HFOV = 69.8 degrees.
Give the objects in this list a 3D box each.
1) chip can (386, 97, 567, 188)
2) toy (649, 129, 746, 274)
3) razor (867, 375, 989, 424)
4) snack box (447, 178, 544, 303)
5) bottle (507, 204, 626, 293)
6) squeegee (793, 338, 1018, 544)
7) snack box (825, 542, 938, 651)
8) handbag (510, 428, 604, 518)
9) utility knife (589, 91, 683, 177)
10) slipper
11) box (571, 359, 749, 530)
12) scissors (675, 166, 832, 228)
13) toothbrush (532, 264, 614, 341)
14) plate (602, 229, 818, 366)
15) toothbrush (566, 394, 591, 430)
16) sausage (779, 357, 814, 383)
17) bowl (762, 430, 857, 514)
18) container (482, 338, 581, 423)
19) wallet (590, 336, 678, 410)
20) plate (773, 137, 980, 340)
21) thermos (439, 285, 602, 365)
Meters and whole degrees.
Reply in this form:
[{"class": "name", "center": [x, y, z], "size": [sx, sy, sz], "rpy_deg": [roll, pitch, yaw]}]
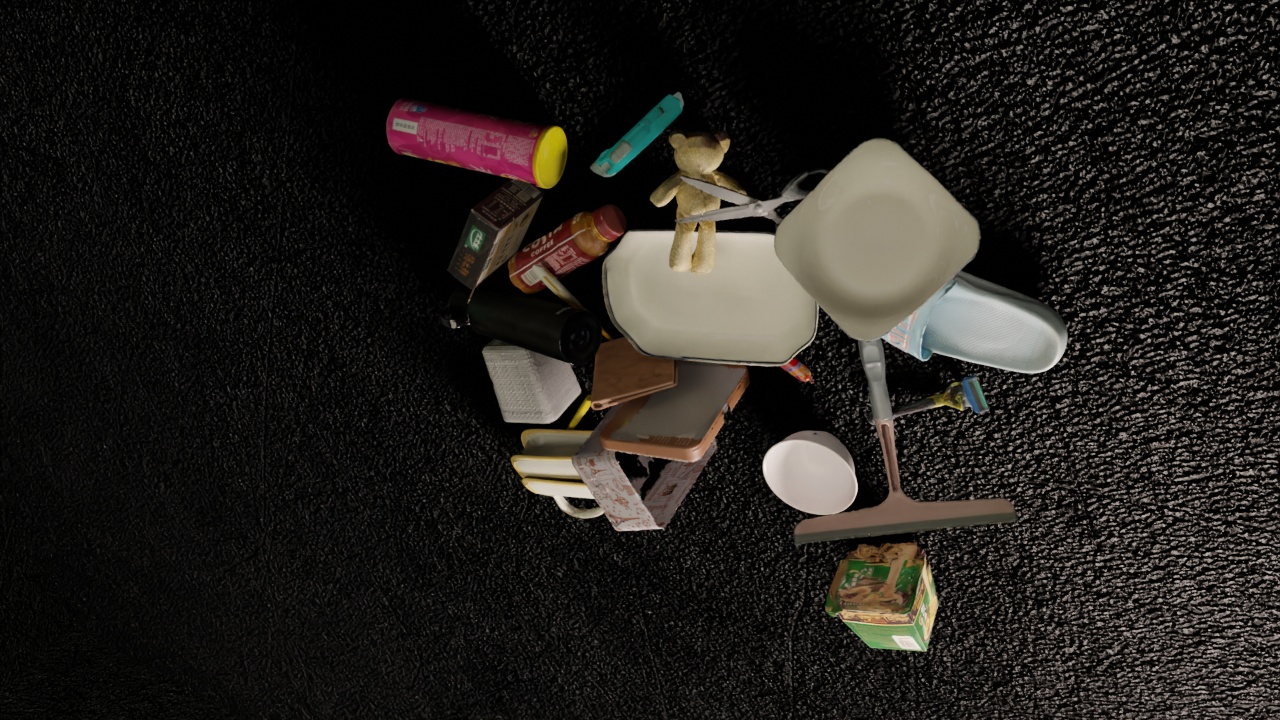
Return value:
[{"class": "chip can", "center": [-0.193, -0.258, 1.079], "size": [0.211, 0.071, 0.071], "rpy_deg": [16, 131, 21]}, {"class": "toy", "center": [0.060, -0.168, 0.985], "size": [0.105, 0.066, 0.157], "rpy_deg": [0, 110, -8]}, {"class": "razor", "center": [0.323, 0.051, 1.043], "size": [0.143, 0.022, 0.042], "rpy_deg": [-20, 96, 40]}, {"class": "snack box", "center": [-0.179, -0.149, 1.116], "size": [0.053, 0.125, 0.114], "rpy_deg": [38, 135, 3]}, {"class": "bottle", "center": [-0.089, -0.137, 1.120], "size": [0.175, 0.057, 0.057], "rpy_deg": [-24, 110, 41]}, {"class": "squeegee", "center": [0.278, 0.073, 1.043], "size": [0.248, 0.040, 0.249], "rpy_deg": [-9, 97, 19]}, {"class": "snack box", "center": [0.325, 0.314, 1.188], "size": [0.118, 0.117, 0.105], "rpy_deg": [-10, 123, 40]}, {"class": "handbag", "center": [-0.094, 0.183, 1.365], "size": [0.164, 0.063, 0.179], "rpy_deg": [1, 134, 24]}, {"class": "utility knife", "center": [-0.004, -0.246, 1.013], "size": [0.029, 0.013, 0.158], "rpy_deg": [46, 134, -11]}, {"class": "slipper", "center": [0.308, -0.042, 0.943], "size": [0.245, 0.074, 0.104], "rpy_deg": [21, 133, 15]}, {"class": "box", "center": [0.047, 0.095, 1.139], "size": [0.193, 0.182, 0.156], "rpy_deg": [-11, 118, 40]}, {"class": "scissors", "center": [0.129, -0.157, 0.950], "size": [0.160, 0.014, 0.175], "rpy_deg": [-38, 113, 17]}, {"class": "toothbrush", "center": [-0.074, -0.058, 1.157], "size": [0.016, 0.018, 0.191], "rpy_deg": [-21, 134, 28]}, {"class": "plate", "center": [0.080, -0.078, 1.064], "size": [0.266, 0.034, 0.162], "rpy_deg": [4, 115, 27]}, {"class": "toothbrush", "center": [-0.105, 0.111, 1.355], "size": [0.016, 0.015, 0.191], "rpy_deg": [32, 135, -1]}, {"class": "sausage", "center": [0.145, -0.020, 1.098], "size": [0.156, 0.020, 0.020], "rpy_deg": [35, 135, 3]}, {"class": "bowl", "center": [0.218, 0.125, 1.135], "size": [0.118, 0.064, 0.118], "rpy_deg": [17, 132, 20]}, {"class": "container", "center": [-0.151, 0.014, 1.257], "size": [0.090, 0.090, 0.114], "rpy_deg": [0, 121, 30]}, {"class": "wallet", "center": [-0.007, 0.007, 1.137], "size": [0.115, 0.101, 0.020], "rpy_deg": [-17, 134, 20]}, {"class": "plate", "center": [0.232, -0.118, 0.911], "size": [0.164, 0.034, 0.164], "rpy_deg": [-44, 70, 18]}, {"class": "thermos", "center": [-0.163, -0.045, 1.172], "size": [0.243, 0.089, 0.068], "rpy_deg": [14, 125, 42]}]
